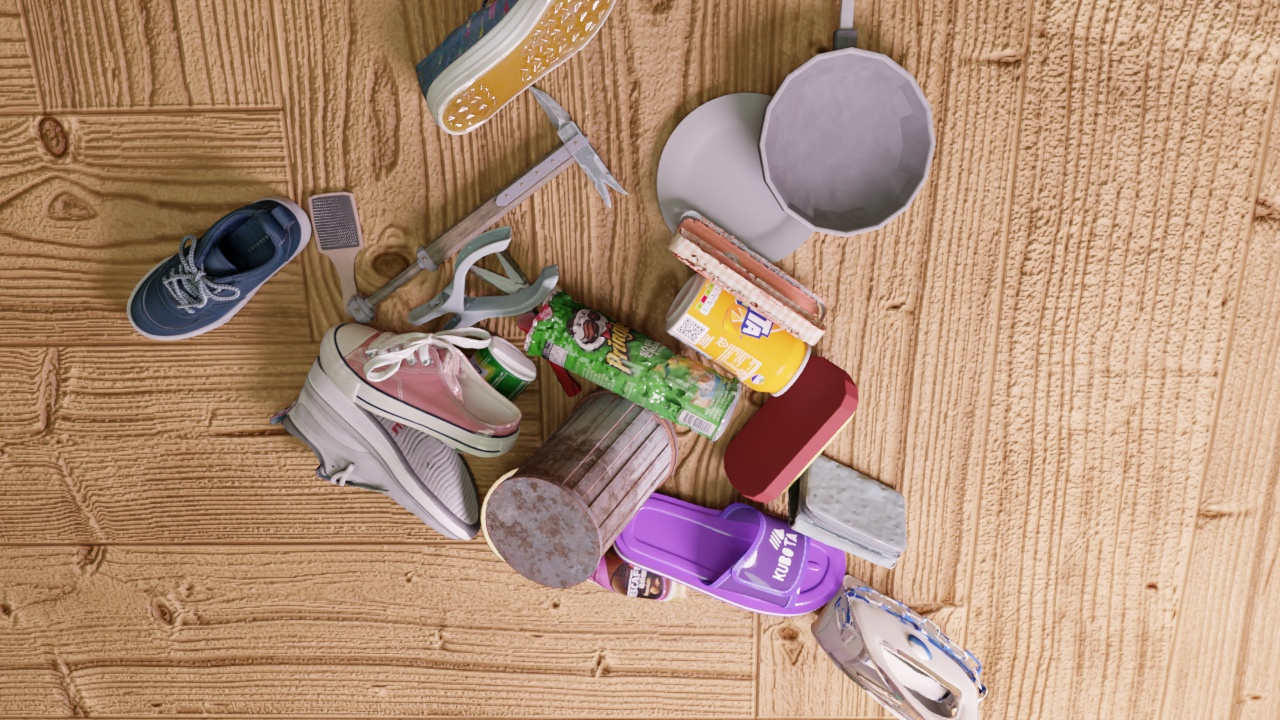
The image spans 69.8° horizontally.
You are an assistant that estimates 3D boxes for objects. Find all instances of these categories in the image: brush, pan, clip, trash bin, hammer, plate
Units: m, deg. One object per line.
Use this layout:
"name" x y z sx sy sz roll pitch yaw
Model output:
"brush" 0.166 0.078 0.997 0.041 0.082 0.174 27 109 -39
"pan" 0.197 -0.301 0.890 0.178 0.041 0.357 -3 101 -8
"clip" -0.148 -0.059 0.969 0.141 0.029 0.172 30 128 -32
"trash bin" -0.052 0.121 0.945 0.131 0.210 0.131 10 117 21
"brush" -0.320 -0.111 0.980 0.050 0.015 0.136 -5 107 2
"hammer" -0.184 -0.141 0.957 0.317 0.028 0.147 -35 94 10
"plate" 0.106 -0.184 0.947 0.178 0.012 0.178 1 108 1

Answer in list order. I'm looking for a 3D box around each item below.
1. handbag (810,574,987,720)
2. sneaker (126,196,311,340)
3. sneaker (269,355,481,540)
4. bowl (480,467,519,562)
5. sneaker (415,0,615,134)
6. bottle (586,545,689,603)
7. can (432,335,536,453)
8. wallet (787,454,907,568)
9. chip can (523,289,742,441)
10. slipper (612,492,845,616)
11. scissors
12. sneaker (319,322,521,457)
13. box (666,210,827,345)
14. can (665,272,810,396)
"handbag" 0.292 0.333 1.012 0.200 0.199 0.093 31 102 -11
"sneaker" -0.446 -0.090 0.953 0.236 0.087 0.089 -34 104 11
"sneaker" -0.291 0.116 1.019 0.129 0.096 0.263 -36 105 24
"bowl" -0.126 0.178 1.037 0.112 0.061 0.112 3 77 -14
"sneaker" -0.120 -0.322 0.887 0.236 0.087 0.079 -40 68 9
"bottle" -0.025 0.240 1.061 0.166 0.059 0.060 9 108 -1
"can" -0.174 0.036 0.996 0.067 0.067 0.121 40 105 -11
"wallet" 0.229 0.165 1.014 0.131 0.100 0.054 22 132 -3
"chip can" -0.005 0.006 0.948 0.223 0.075 0.075 26 107 1
"slipper" 0.103 0.205 1.011 0.266 0.084 0.107 16 63 0
"scissors" -0.095 -0.046 0.995 0.179 0.015 0.193 -3 107 4
"sneaker" -0.222 0.009 0.925 0.241 0.118 0.088 26 122 16
"box" 0.112 -0.083 0.936 0.187 0.083 0.043 33 116 -10
"can" 0.101 -0.028 0.962 0.142 0.079 0.079 33 105 -9
